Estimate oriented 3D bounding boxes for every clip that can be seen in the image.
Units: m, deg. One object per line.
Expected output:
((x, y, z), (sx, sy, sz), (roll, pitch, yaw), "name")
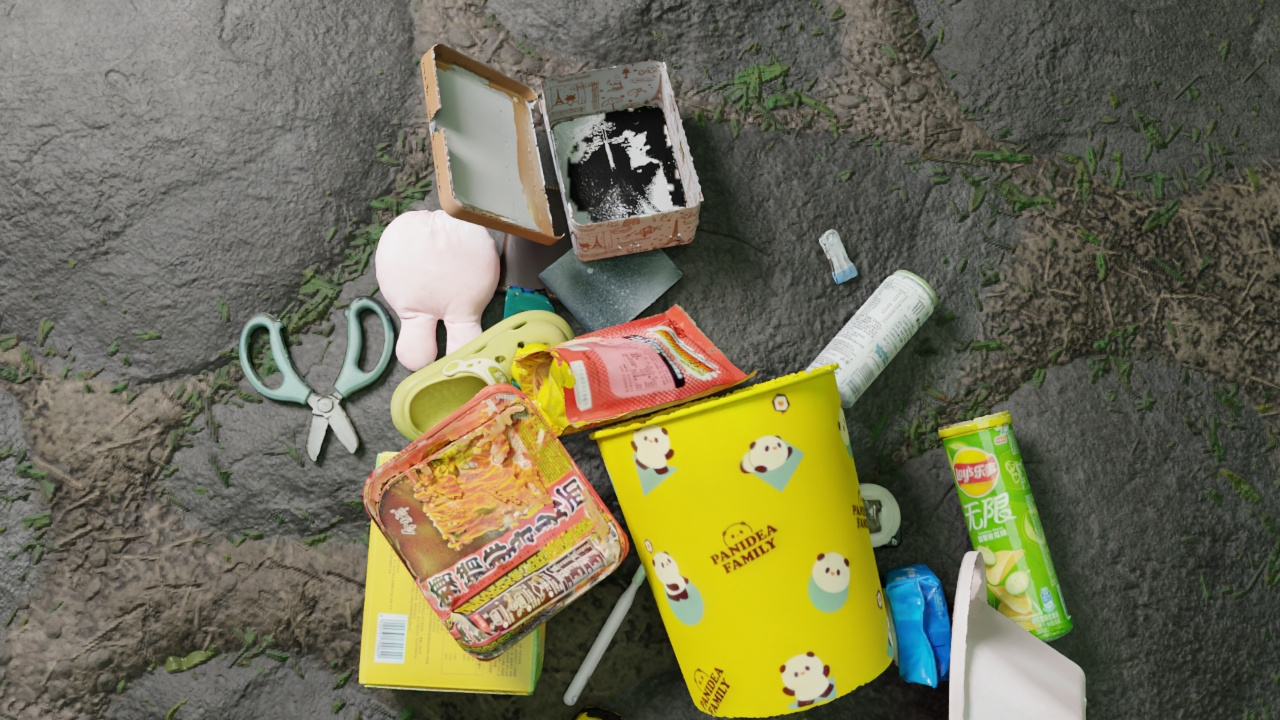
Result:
((0.207, -0.109, 0.960), (0.024, 0.029, 0.057), (-23, 89, -6), "clip")

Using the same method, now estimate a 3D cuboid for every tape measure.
((-0.111, -0.044, 0.910), (0.054, 0.025, 0.058), (7, 110, -7), "tape measure")
((0.222, 0.155, 0.910), (0.065, 0.034, 0.066), (-3, 81, -7), "tape measure")

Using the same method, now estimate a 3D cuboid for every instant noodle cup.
((-0.122, 0.133, 0.776), (0.164, 0.079, 0.189), (-35, 87, -5), "instant noodle cup")

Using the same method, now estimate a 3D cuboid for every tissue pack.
((0.252, 0.240, 0.839), (0.052, 0.157, 0.095), (-10, 81, 11), "tissue pack")

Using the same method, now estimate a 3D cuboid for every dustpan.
((0.281, 0.315, 0.792), (0.139, 0.222, 0.273), (30, 99, 23), "dustpan")

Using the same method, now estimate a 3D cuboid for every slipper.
((-0.141, 0.027, 0.866), (0.190, 0.081, 0.092), (-27, 119, -10), "slipper")

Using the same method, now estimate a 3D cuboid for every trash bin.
((0.099, 0.154, 0.813), (0.229, 0.230, 0.255), (-16, 88, -7), "trash bin")

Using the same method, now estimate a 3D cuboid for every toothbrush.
((-0.024, 0.244, 0.883), (0.029, 0.021, 0.189), (35, 79, -31), "toothbrush")

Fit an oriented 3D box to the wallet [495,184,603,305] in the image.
((-0.092, -0.120, 0.939), (0.096, 0.020, 0.122), (9, 79, -7), "wallet")

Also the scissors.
((-0.301, 0.004, 0.902), (0.179, 0.019, 0.172), (-36, 83, -10), "scissors")

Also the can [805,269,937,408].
((0.234, -0.022, 0.927), (0.058, 0.058, 0.146), (42, 80, 3), "can")

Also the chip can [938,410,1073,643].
((0.357, 0.164, 0.899), (0.072, 0.073, 0.221), (-13, 81, -7), "chip can")

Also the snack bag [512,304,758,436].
((-0.005, 0.005, 0.851), (0.207, 0.073, 0.128), (-15, 42, -36), "snack bag")

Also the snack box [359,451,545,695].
((-0.165, 0.191, 0.845), (0.157, 0.070, 0.210), (3, 83, 0), "snack box")

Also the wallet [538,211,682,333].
((-0.028, -0.086, 0.929), (0.120, 0.019, 0.097), (-42, 92, -19), "wallet")

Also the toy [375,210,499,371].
((-0.200, -0.068, 0.904), (0.121, 0.054, 0.159), (0, 89, -2), "toy")

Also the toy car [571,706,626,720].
((-0.056, 0.397, 0.843), (0.071, 0.041, 0.155), (28, 81, 1), "toy car")

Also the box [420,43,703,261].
((-0.075, -0.198, 0.882), (0.273, 0.124, 0.178), (-2, 67, -26), "box")
